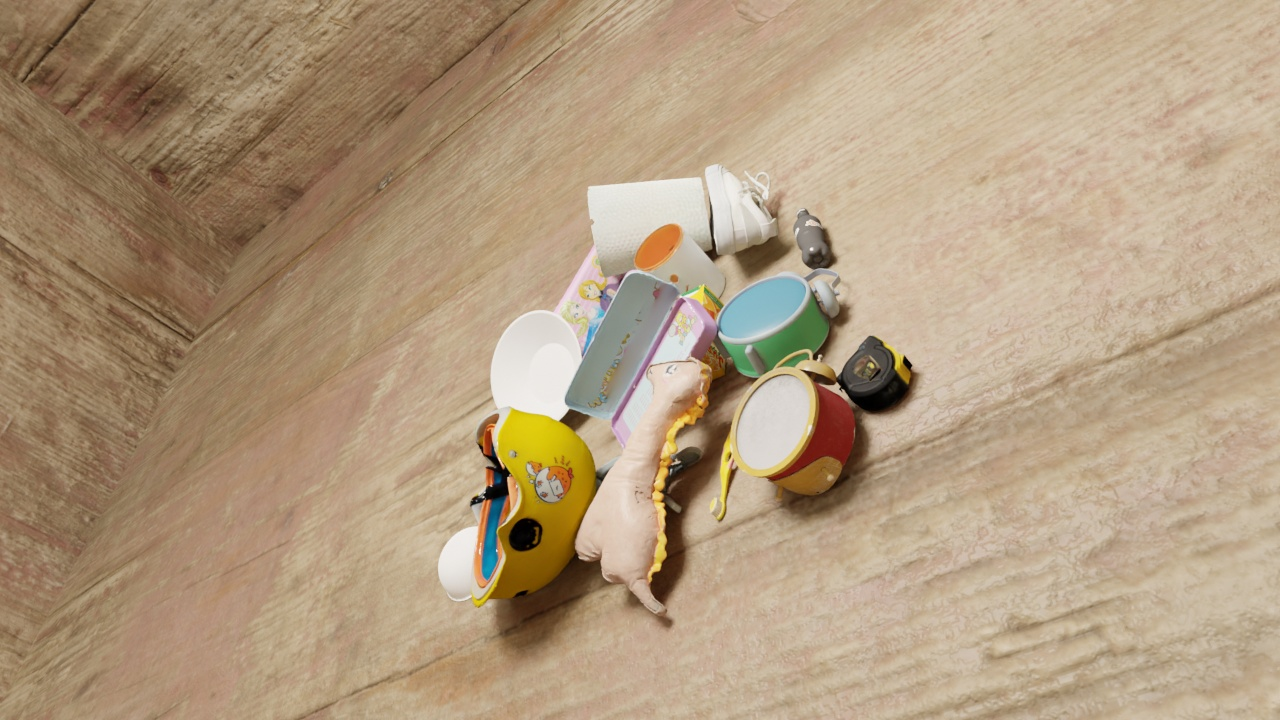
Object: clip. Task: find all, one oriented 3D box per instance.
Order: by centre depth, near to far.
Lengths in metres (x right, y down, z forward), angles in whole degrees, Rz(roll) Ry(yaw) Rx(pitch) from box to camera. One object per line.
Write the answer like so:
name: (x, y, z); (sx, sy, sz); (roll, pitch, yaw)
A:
clip: (0.005, 0.137, 1.112); (0.163, 0.027, 0.090); (2, 58, 49)

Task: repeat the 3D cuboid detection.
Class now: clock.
clock: (0.164, 0.062, 0.954); (0.117, 0.081, 0.158); (-32, 44, 42)
clock: (0.171, -0.051, 1.084); (0.161, 0.075, 0.122); (-41, 30, -12)

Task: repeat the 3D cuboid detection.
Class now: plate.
plate: (-0.141, 0.016, 1.323); (0.174, 0.036, 0.174); (-6, 80, 36)

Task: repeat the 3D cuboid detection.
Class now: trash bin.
trash bin: (0.016, -0.198, 1.323); (0.161, 0.133, 0.133); (-9, 41, 4)

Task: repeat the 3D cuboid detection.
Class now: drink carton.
drink carton: (0.078, -0.031, 1.175); (0.041, 0.058, 0.122); (-24, 40, 32)

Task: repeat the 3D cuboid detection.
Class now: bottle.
bottle: (0.216, -0.159, 1.171); (0.036, 0.036, 0.109); (-32, 36, 23)

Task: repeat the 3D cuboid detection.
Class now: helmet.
helmet: (-0.126, 0.177, 1.115); (0.209, 0.139, 0.240); (-178, 92, -71)

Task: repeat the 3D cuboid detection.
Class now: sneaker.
sneaker: (0.141, -0.215, 1.286); (0.091, 0.090, 0.241); (-7, 28, 3)

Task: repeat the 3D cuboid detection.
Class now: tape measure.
tape measure: (0.243, 0.015, 0.952); (0.071, 0.042, 0.072); (-46, 35, -3)

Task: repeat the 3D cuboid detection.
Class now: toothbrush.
toothbrush: (0.099, 0.117, 1.034); (0.021, 0.016, 0.135); (-19, 42, 44)

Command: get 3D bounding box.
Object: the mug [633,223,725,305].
mug: (0.055, -0.124, 1.257); (0.082, 0.105, 0.082); (-30, 37, 25)

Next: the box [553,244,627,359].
box: (-0.068, -0.104, 1.422); (0.230, 0.084, 0.091); (-62, 7, -20)

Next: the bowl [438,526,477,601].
bowl: (-0.241, 0.267, 1.247); (0.110, 0.040, 0.109); (-30, 36, 25)

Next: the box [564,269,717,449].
box: (0.000, 0.003, 1.134); (0.062, 0.140, 0.215); (-29, -29, -59)

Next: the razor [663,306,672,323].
razor: (0.039, -0.044, 1.264); (0.026, 0.042, 0.105); (-35, 44, 16)

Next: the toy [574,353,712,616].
toy: (0.024, 0.127, 1.019); (0.196, 0.065, 0.264); (32, 90, 42)
